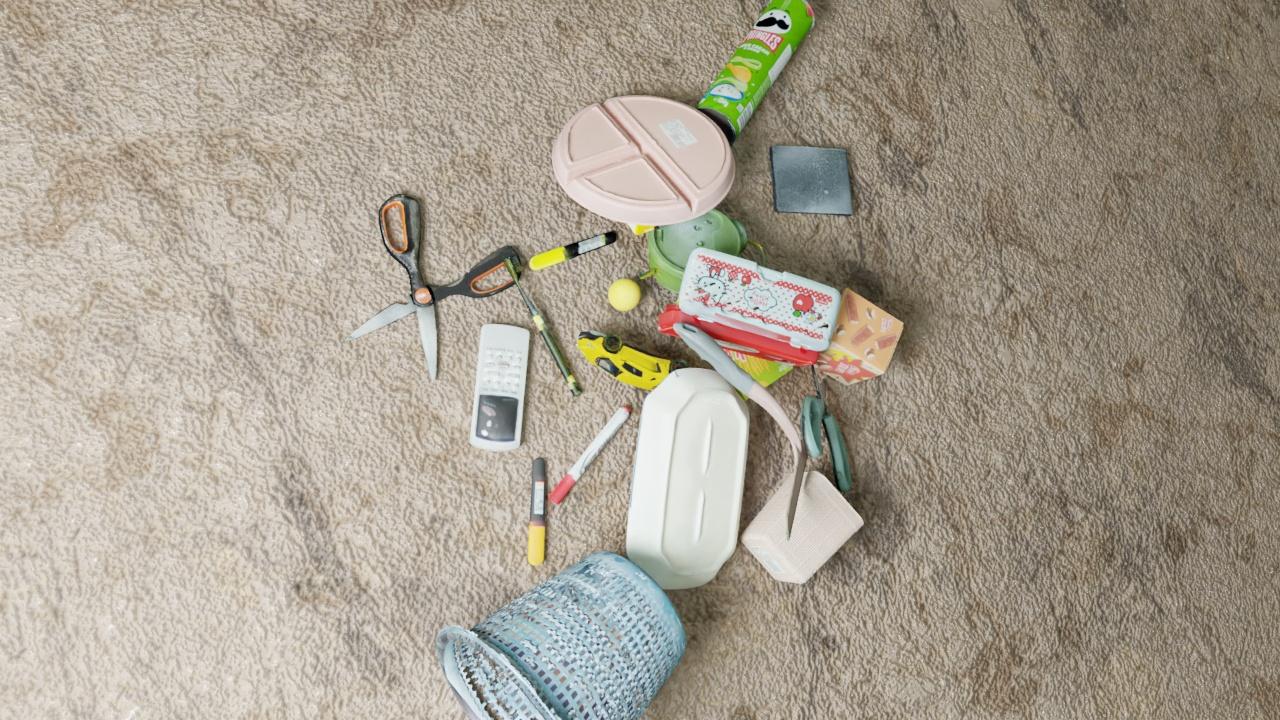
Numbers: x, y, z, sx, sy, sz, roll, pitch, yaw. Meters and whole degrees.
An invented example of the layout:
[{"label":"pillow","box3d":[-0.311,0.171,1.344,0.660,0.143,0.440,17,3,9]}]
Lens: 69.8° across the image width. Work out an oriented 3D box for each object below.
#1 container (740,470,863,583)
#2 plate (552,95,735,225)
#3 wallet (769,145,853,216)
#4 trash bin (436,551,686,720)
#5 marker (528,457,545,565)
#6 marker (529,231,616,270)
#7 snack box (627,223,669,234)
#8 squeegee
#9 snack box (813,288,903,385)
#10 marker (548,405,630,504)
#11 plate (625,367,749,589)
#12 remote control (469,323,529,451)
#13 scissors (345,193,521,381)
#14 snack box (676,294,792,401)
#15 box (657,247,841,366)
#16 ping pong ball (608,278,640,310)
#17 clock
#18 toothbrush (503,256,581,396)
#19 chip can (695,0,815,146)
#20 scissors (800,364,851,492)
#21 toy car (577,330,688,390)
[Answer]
[{"label":"container","box3d":[0.193,0.207,1.123,0.110,0.090,0.090,-42,94,-19]},{"label":"plate","box3d":[0.005,-0.256,1.137,0.229,0.028,0.229,2,52,-3]},{"label":"wallet","box3d":[0.238,-0.249,1.275,0.120,0.019,0.097,-1,79,-17]},{"label":"trash bin","box3d":[-0.066,0.315,0.960,0.194,0.227,0.226,-35,91,-35]},{"label":"marker","box3d":[-0.120,0.175,1.064,0.018,0.015,0.123,6,74,-19]},{"label":"marker","box3d":[-0.083,-0.137,1.145,0.124,0.015,0.018,-23,87,-25]},{"label":"snack box","box3d":[0.002,-0.223,1.150,0.086,0.034,0.140,-19,55,-19]},{"label":"squeegee","box3d":[0.130,0.041,1.073,0.249,0.040,0.246,47,35,-14]},{"label":"snack box","box3d":[0.269,-0.028,1.196,0.094,0.093,0.077,30,71,-11]},{"label":"marker","box3d":[-0.059,0.111,1.096,0.017,0.017,0.145,42,69,-6]},{"label":"plate","box3d":[0.066,0.142,1.081,0.161,0.034,0.265,8,89,-33]},{"label":"remote control","box3d":[-0.164,0.031,1.076,0.058,0.021,0.150,7,75,-17]},{"label":"scissors","box3d":[-0.248,-0.094,1.075,0.233,0.022,0.221,-25,87,-22]},{"label":"snack box","box3d":[0.122,-0.033,1.184,0.085,0.026,0.156,-31,90,-21]},{"label":"box","box3d":[0.132,-0.062,1.119,0.201,0.102,0.100,14,84,-15]},{"label":"ping pong ball","box3d":[-0.020,-0.082,1.138,0.040,0.040,0.040,4,77,-18]},{"label":"clock","box3d":[0.081,-0.135,1.156,0.161,0.056,0.116,7,60,-5]},{"label":"toothbrush","box3d":[-0.115,-0.041,1.104,0.017,0.012,0.186,-30,94,-35]},{"label":"chip can","box3d":[0.155,-0.398,1.250,0.072,0.072,0.235,36,70,-8]},{"label":"scissors","box3d":[0.238,0.096,1.166,0.181,0.019,0.169,62,26,-22]},{"label":"toy car","box3d":[-0.007,0.006,1.108,0.156,0.071,0.041,23,73,-12]}]
